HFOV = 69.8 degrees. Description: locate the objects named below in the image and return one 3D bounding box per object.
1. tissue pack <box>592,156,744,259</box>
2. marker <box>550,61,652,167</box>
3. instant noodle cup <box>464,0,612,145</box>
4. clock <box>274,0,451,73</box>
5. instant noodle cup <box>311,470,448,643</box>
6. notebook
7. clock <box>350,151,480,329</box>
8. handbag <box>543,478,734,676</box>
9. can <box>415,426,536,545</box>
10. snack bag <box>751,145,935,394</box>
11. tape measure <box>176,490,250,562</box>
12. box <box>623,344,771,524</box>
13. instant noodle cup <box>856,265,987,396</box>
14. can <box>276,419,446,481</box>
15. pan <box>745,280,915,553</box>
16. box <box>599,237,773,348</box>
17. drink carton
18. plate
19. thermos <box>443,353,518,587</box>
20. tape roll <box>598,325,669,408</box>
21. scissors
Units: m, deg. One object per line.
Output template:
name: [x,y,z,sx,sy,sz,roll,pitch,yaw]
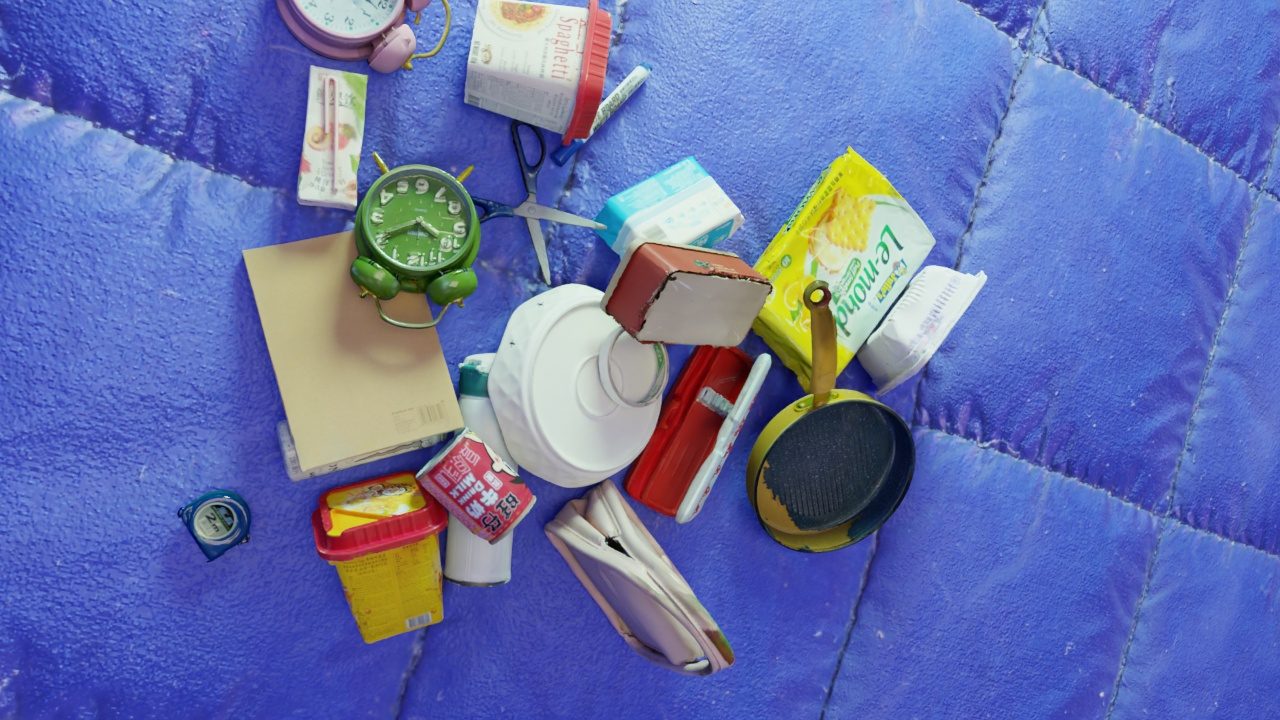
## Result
tissue pack: [0.029,-0.143,0.948,0.139,0.063,0.090,-32,72,-18]
marker: [-0.039,-0.255,0.947,0.017,0.017,0.145,46,78,-19]
instant noodle cup: [-0.099,-0.280,0.869,0.124,0.117,0.116,9,76,-11]
clock: [-0.250,-0.329,0.832,0.158,0.060,0.117,20,88,-24]
instant noodle cup: [-0.237,0.185,0.860,0.116,0.116,0.124,-13,111,-20]
notebook: [-0.262,-0.017,0.845,0.149,0.012,0.211,-15,82,-21]
clock: [-0.206,-0.108,0.846,0.116,0.056,0.161,4,80,-13]
handbag: [0.014,0.227,0.892,0.093,0.234,0.193,-39,107,-13]
can: [-0.149,0.115,0.838,0.094,0.066,0.066,46,77,-8]
snack bag: [0.212,-0.104,1.035,0.158,0.068,0.246,42,80,-19]
tape measure: [-0.384,0.147,0.837,0.054,0.025,0.058,-31,109,-19]
box: [0.074,0.077,0.979,0.095,0.098,0.201,31,82,-22]
instant noodle cup: [0.306,-0.040,1.037,0.060,0.173,0.138,37,79,5]
can: [-0.261,0.068,0.862,0.146,0.058,0.058,-14,99,-21]
pan: [0.200,0.065,0.986,0.197,0.078,0.358,-20,118,-8]
box: [0.053,-0.057,0.903,0.168,0.077,0.091,1,125,-47]
drink carton: [-0.281,-0.202,0.838,0.053,0.045,0.122,5,92,-22]
plate: [-0.053,0.025,0.914,0.204,0.046,0.205,2,88,-42]
thermos: [-0.152,0.104,0.907,0.073,0.073,0.224,4,93,-23]
tape roll: [-0.005,0.005,0.918,0.085,0.014,0.085,3,86,-43]
scissors: [-0.116,-0.160,0.910,0.174,0.012,0.162,8,83,-10]
